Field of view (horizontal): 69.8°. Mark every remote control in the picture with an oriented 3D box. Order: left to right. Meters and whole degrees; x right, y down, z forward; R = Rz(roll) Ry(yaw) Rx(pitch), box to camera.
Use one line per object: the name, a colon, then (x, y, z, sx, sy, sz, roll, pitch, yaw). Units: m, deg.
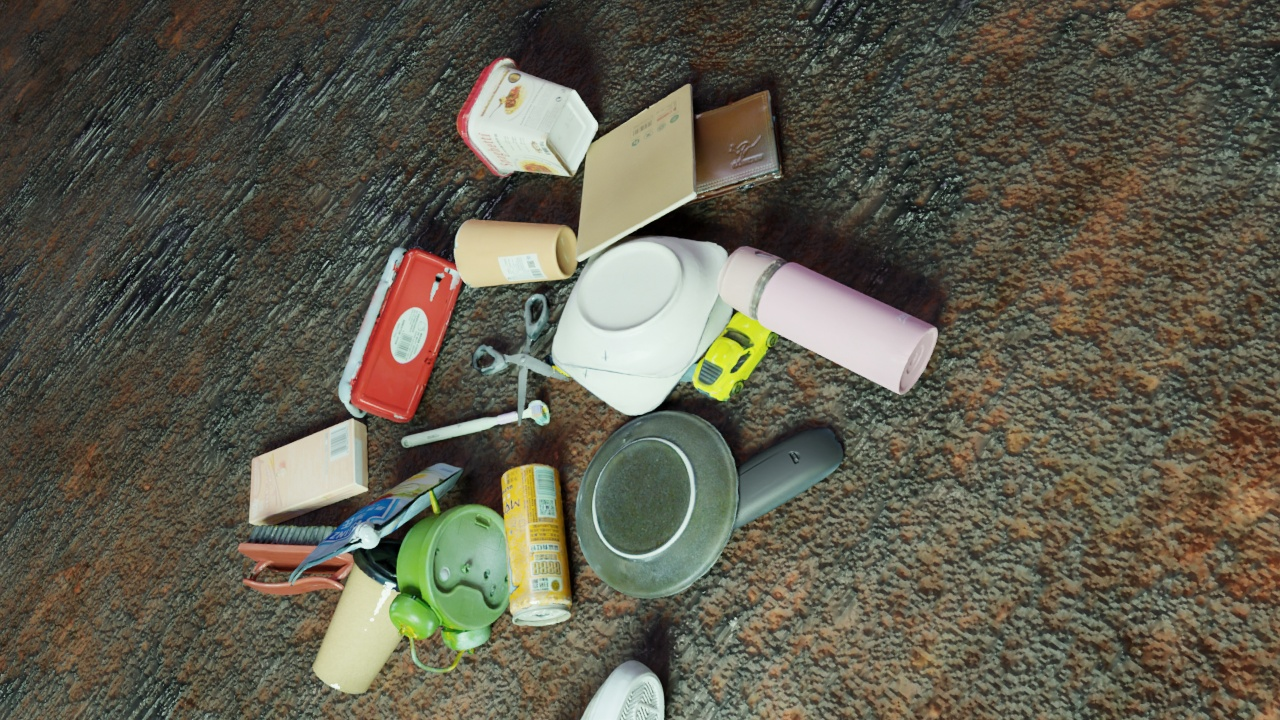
remote control: (0.116, 0.104, 0.817, 0.136, 0.024, 0.053, -33, 55, 11)

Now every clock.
clock: (-0.179, 0.213, 0.872, 0.056, 0.116, 0.161, -11, 59, 36)

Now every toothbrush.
toothbrush: (-0.184, 0.073, 0.996, 0.190, 0.029, 0.020, -13, 20, 24)

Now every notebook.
notebook: (-0.005, -0.206, 0.989, 0.148, 0.008, 0.207, -26, 41, 26)

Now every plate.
plate: (-0.007, -0.038, 0.929, 0.164, 0.034, 0.163, 33, 77, 37)
plate: (-0.006, -0.063, 0.901, 0.164, 0.034, 0.163, 7, 62, 29)
plate: (0.007, 0.128, 0.850, 0.180, 0.024, 0.179, -16, 61, 31)

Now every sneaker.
sneaker: (-0.058, 0.358, 0.760, 0.091, 0.089, 0.242, 17, 83, 37)

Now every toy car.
toy car: (0.090, -0.011, 0.874, 0.048, 0.032, 0.105, 28, 72, 34)

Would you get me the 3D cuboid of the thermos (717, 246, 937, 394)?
thermos: (0.167, -0.043, 0.832, 0.199, 0.087, 0.067, 29, 116, 31)

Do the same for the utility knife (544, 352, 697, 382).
utility knife: (-0.006, 0.005, 0.933, 0.224, 0.015, 0.033, 3, 71, 28)

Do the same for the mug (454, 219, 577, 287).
mug: (-0.136, -0.121, 1.028, 0.123, 0.078, 0.078, 2, 69, 24)

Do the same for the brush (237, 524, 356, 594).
brush: (-0.367, 0.220, 0.999, 0.146, 0.063, 0.069, -4, 54, 25)

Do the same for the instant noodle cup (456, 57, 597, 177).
instant noodle cup: (-0.128, -0.275, 1.072, 0.124, 0.116, 0.116, 19, 77, 27)

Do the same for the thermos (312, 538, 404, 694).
thermos: (-0.266, 0.254, 0.919, 0.093, 0.093, 0.143, 29, 92, 35)

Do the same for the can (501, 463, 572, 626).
can: (-0.100, 0.175, 0.879, 0.058, 0.058, 0.145, -20, 60, 19)

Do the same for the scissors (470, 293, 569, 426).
scissors: (-0.128, -0.001, 0.977, 0.160, 0.014, 0.180, -18, 47, 34)

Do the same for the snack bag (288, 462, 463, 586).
snack bag: (-0.254, 0.155, 0.899, 0.110, 0.190, 0.039, -20, 96, 20)

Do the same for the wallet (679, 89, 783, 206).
wallet: (0.089, -0.224, 0.981, 0.125, 0.032, 0.101, -13, 64, 23)

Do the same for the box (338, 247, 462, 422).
box: (-0.285, -0.027, 1.076, 0.101, 0.095, 0.201, -25, 46, 63)

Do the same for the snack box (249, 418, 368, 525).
snack box: (-0.388, 0.133, 1.072, 0.157, 0.026, 0.084, -21, 60, 19)
